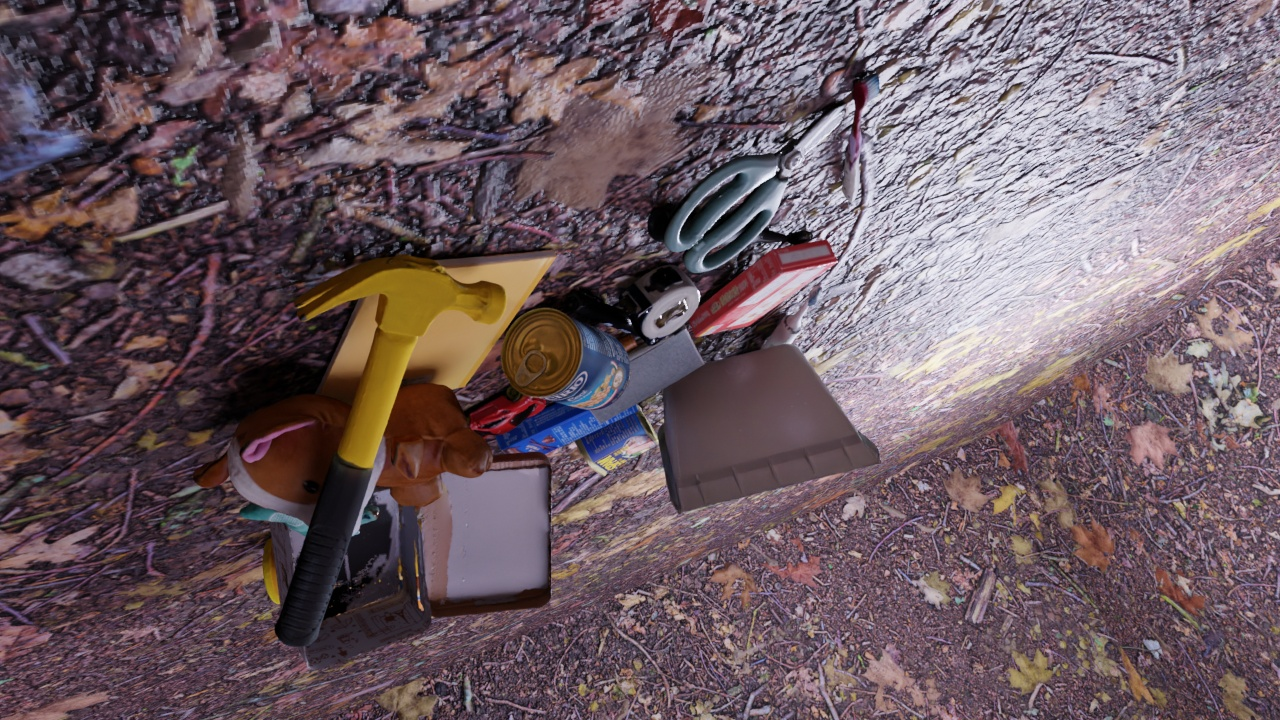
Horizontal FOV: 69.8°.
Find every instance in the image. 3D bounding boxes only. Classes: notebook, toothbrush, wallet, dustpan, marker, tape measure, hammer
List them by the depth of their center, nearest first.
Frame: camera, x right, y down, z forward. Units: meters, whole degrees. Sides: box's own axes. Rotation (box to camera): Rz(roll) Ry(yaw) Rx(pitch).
[{"bbox_3d":[-0.198,0.068,0.632,0.128,0.033,0.301,12,109,-32],"label":"hammer"},{"bbox_3d":[-0.167,-0.018,0.717,0.145,0.010,0.207,-11,156,-37],"label":"notebook"},{"bbox_3d":[0.175,-0.174,0.737,0.017,0.016,0.187,-35,161,-2],"label":"toothbrush"},{"bbox_3d":[0.085,-0.108,0.776,0.027,0.026,0.212,-26,166,40],"label":"toothbrush"},{"bbox_3d":[0.019,-0.051,0.812,0.066,0.033,0.066,-37,153,-1],"label":"tape measure"},{"bbox_3d":[-0.027,-0.042,0.824,0.022,0.020,0.132,-59,153,7],"label":"marker"},{"bbox_3d":[-0.006,0.006,0.942,0.130,0.037,0.106,-29,149,3],"label":"wallet"},{"bbox_3d":[0.127,0.089,1.069,0.222,0.257,0.143,-14,136,-2],"label":"dustpan"},{"bbox_3d":[0.172,-0.030,1.092,0.027,0.026,0.221,21,152,-2],"label":"toothbrush"}]

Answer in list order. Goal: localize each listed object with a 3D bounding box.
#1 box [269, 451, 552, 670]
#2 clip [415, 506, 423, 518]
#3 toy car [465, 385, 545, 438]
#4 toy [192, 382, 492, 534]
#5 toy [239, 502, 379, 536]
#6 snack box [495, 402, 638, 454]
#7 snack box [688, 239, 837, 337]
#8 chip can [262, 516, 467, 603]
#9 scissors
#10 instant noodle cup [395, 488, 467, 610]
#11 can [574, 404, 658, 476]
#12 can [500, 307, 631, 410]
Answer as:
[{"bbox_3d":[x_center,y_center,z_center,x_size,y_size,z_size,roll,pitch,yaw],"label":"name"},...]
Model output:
[{"bbox_3d":[-0.217,0.184,0.912,0.260,0.103,0.179,-12,116,-32],"label":"box"},{"bbox_3d":[-0.228,0.114,0.971,0.035,0.096,0.101,-9,113,-38],"label":"clip"},{"bbox_3d":[-0.146,0.058,0.920,0.106,0.031,0.049,-26,160,8],"label":"toy car"},{"bbox_3d":[-0.227,0.079,0.715,0.199,0.130,0.140,8,150,-43],"label":"toy"},{"bbox_3d":[-0.272,0.131,0.774,0.097,0.030,0.092,-18,142,22],"label":"toy"},{"bbox_3d":[-0.080,0.068,1.032,0.157,0.026,0.084,-25,161,-3],"label":"snack box"},{"bbox_3d":[0.115,-0.068,0.892,0.075,0.025,0.153,-14,166,-33],"label":"snack box"},{"bbox_3d":[-0.292,0.210,0.997,0.213,0.072,0.072,-9,159,-5],"label":"chip can"},{"bbox_3d":[0.081,-0.138,0.675,0.129,0.019,0.186,4,130,-53],"label":"scissors"},{"bbox_3d":[-0.239,0.222,1.108,0.151,0.111,0.151,-23,161,-8],"label":"instant noodle cup"},{"bbox_3d":[-0.030,0.093,1.120,0.083,0.057,0.102,-29,162,3],"label":"can"},{"bbox_3d":[-0.062,0.002,0.805,0.075,0.075,0.111,-31,161,15],"label":"can"}]
